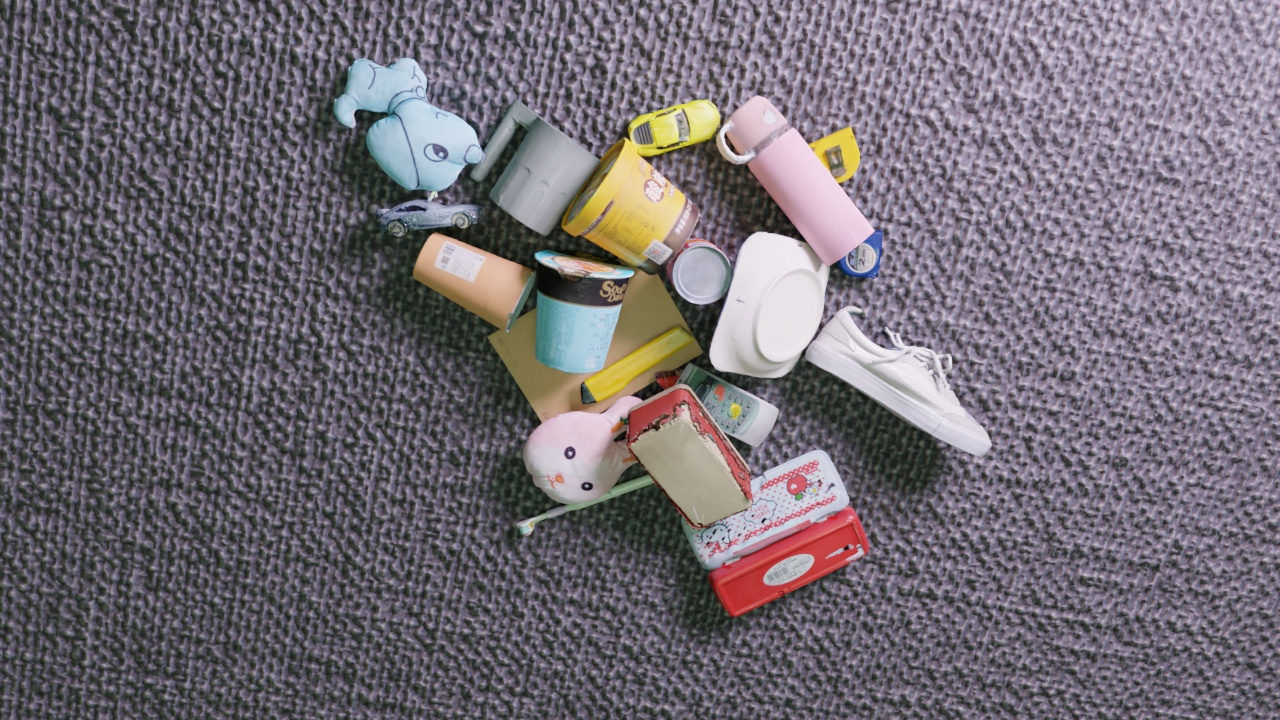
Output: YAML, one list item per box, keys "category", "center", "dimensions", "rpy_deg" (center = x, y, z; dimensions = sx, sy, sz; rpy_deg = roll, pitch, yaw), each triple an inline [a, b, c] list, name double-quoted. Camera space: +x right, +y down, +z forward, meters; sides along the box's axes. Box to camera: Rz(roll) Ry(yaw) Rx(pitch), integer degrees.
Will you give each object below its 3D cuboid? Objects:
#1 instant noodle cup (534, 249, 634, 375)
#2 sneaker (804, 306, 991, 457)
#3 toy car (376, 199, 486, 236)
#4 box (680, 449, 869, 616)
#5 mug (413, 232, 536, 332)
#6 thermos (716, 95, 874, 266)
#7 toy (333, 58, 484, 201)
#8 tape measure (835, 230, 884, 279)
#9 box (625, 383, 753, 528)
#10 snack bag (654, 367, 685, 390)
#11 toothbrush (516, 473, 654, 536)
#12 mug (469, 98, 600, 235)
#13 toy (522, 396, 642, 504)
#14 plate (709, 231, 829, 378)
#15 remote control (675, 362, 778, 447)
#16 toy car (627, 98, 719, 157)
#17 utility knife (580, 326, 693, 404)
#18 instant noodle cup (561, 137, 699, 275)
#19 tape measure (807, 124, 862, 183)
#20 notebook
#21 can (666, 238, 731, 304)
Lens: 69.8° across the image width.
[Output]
- category: "instant noodle cup"
  center: [-0.072, -0.052, 1.025]
  dimensions: [0.111, 0.111, 0.120]
  rpy_deg: [10, 108, -5]
- category: "sneaker"
  center: [0.316, 0.022, 1.077]
  dimensions: [0.242, 0.089, 0.091]
  rpy_deg: [32, 95, -2]
- category: "toy car"
  center: [-0.233, -0.162, 1.026]
  dimensions: [0.120, 0.054, 0.037]
  rpy_deg: [-4, 104, -2]
- category: "box"
  center: [0.167, 0.215, 1.127]
  dimensions: [0.201, 0.065, 0.160]
  rpy_deg: [-26, 99, 2]
- category: "mug"
  center: [-0.188, -0.092, 1.035]
  dimensions: [0.123, 0.078, 0.078]
  rpy_deg: [26, 100, -4]
- category: "thermos"
  center: [0.166, -0.195, 1.012]
  dimensions: [0.087, 0.067, 0.198]
  rpy_deg: [-41, 94, -27]
- category: "toy"
  center: [-0.254, -0.253, 1.007]
  dimensions: [0.161, 0.050, 0.156]
  rpy_deg: [-2, 96, -3]
- category: "tape measure"
  center: [0.253, -0.125, 1.068]
  dimensions: [0.054, 0.025, 0.058]
  rpy_deg: [3, 98, -1]
- category: "box"
  center: [0.060, 0.118, 1.057]
  dimensions: [0.091, 0.077, 0.168]
  rpy_deg: [-27, 122, 18]
- category: "snack bag"
  center: [0.044, 0.061, 1.098]
  dimensions: [0.048, 0.026, 0.104]
  rpy_deg: [-9, 109, -5]
- category: "toothbrush"
  center: [-0.061, 0.174, 1.127]
  dimensions: [0.189, 0.029, 0.020]
  rpy_deg: [-21, 62, 1]
- category: "mug"
  center: [-0.121, -0.213, 1.014]
  dimensions: [0.124, 0.083, 0.103]
  rpy_deg: [38, 101, 17]
- category: "toy"
  center: [-0.058, 0.105, 1.090]
  dimensions: [0.159, 0.054, 0.121]
  rpy_deg: [-28, 116, -4]
- category: "plate"
  center: [0.157, -0.055, 1.030]
  dimensions: [0.163, 0.034, 0.164]
  rpy_deg: [6, 106, -43]
- category: "remote control"
  center: [0.100, 0.054, 1.088]
  dimensions: [0.135, 0.019, 0.056]
  rpy_deg: [28, 96, -23]
- category: "toy car"
  center: [0.038, -0.260, 1.026]
  dimensions: [0.105, 0.032, 0.048]
  rpy_deg: [-15, 102, 0]
- category: "utility knife"
  center: [-0.006, 0.006, 1.080]
  dimensions: [0.154, 0.015, 0.033]
  rpy_deg: [-31, 107, 3]
- category: "instant noodle cup"
  center: [-0.008, -0.162, 1.007]
  dimensions: [0.114, 0.118, 0.118]
  rpy_deg: [34, 99, -16]
- category: "tape measure"
  center: [0.220, -0.230, 1.041]
  dimensions: [0.060, 0.029, 0.057]
  rpy_deg: [-23, 103, 3]
- category: "notebook"
  center: [-0.053, -0.019, 1.087]
  dimensions: [0.211, 0.012, 0.149]
  rpy_deg: [-30, 102, 4]
- category: "can"
  center: [0.064, -0.102, 1.030]
  dimensions: [0.066, 0.093, 0.066]
  rpy_deg: [-1, 103, -3]
